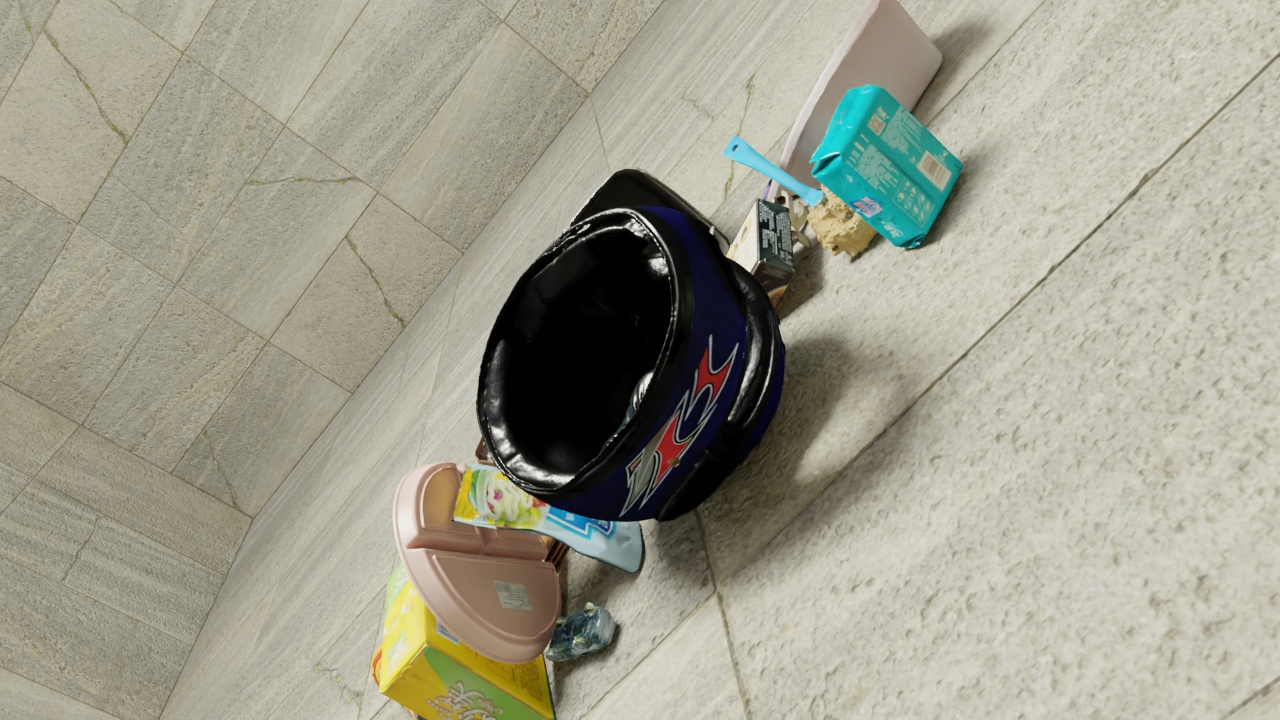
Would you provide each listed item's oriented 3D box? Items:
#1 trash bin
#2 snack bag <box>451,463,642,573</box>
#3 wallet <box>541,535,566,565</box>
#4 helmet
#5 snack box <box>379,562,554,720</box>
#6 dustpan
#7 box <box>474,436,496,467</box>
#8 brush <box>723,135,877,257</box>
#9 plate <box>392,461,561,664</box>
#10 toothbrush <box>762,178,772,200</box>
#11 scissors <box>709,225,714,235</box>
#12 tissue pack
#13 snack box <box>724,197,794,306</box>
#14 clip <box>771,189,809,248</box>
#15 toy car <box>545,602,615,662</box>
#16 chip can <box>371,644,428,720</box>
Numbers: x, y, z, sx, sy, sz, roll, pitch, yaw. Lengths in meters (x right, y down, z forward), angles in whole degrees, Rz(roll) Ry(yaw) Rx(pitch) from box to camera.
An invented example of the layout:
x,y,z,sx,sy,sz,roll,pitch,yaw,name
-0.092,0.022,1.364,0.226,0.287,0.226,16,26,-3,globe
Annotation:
x,y,z,sx,sy,sz,roll,pitch,yaw,name
-0.013,-0.142,1.222,0.199,0.199,0.219,-51,14,9,trash bin
-0.090,0.154,0.926,0.110,0.191,0.039,-100,27,-70,snack bag
-0.133,0.233,1.104,0.132,0.031,0.107,-19,37,58,wallet
0.014,0.005,0.834,0.316,0.239,0.247,-48,58,36,helmet
-0.178,0.288,0.933,0.070,0.157,0.210,-49,21,4,snack box
0.217,-0.314,1.046,0.222,0.139,0.274,-58,21,-8,dustpan
-0.138,0.049,1.223,0.188,0.155,0.182,-21,35,32,box
0.166,-0.186,0.972,0.254,0.045,0.083,44,107,43,brush
-0.157,0.198,0.937,0.028,0.229,0.229,-36,25,16,plate
0.140,-0.166,1.154,0.014,0.016,0.188,-50,15,56,toothbrush
0.058,-0.063,0.989,0.156,0.012,0.166,41,101,42,scissors
0.221,-0.175,0.830,0.093,0.133,0.050,-58,16,-19,tissue pack
0.117,-0.093,0.997,0.113,0.053,0.126,-84,14,-45,snack box
0.169,-0.151,1.052,0.071,0.034,0.099,-37,35,37,clip
-0.059,0.266,0.887,0.091,0.034,0.042,-37,29,43,toy car
-0.262,0.384,1.092,0.217,0.073,0.073,-9,49,61,chip can
